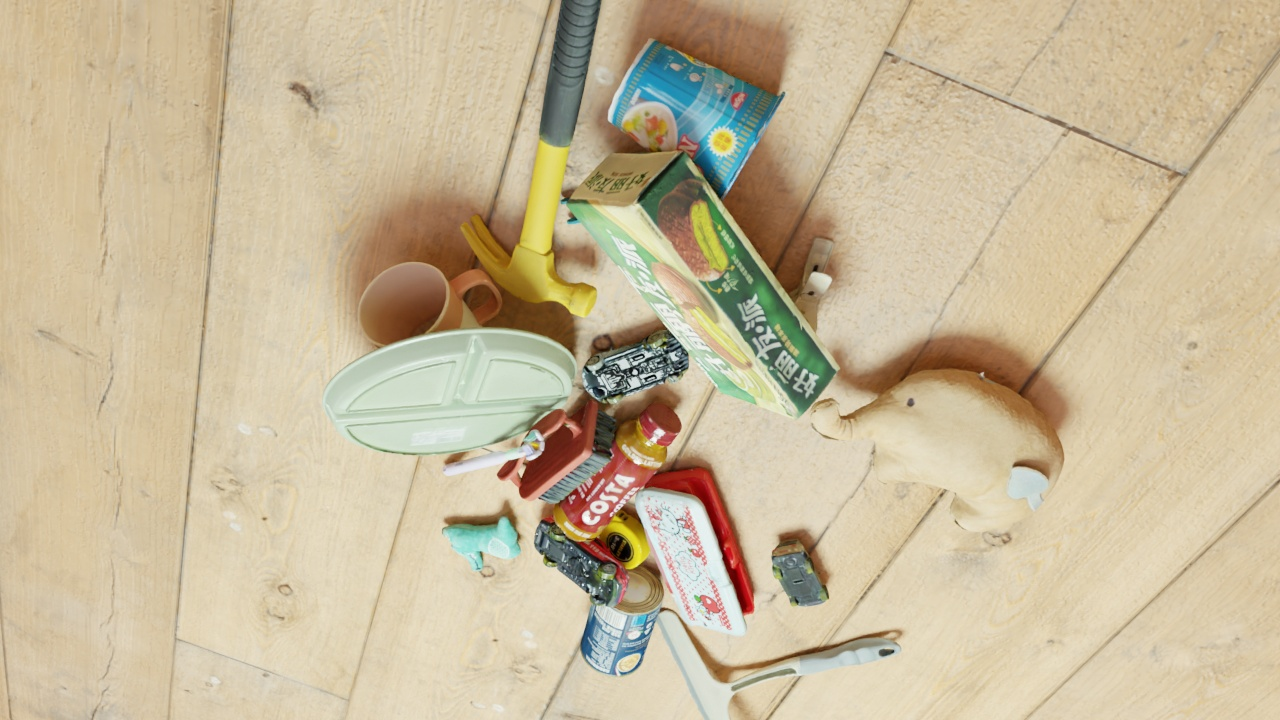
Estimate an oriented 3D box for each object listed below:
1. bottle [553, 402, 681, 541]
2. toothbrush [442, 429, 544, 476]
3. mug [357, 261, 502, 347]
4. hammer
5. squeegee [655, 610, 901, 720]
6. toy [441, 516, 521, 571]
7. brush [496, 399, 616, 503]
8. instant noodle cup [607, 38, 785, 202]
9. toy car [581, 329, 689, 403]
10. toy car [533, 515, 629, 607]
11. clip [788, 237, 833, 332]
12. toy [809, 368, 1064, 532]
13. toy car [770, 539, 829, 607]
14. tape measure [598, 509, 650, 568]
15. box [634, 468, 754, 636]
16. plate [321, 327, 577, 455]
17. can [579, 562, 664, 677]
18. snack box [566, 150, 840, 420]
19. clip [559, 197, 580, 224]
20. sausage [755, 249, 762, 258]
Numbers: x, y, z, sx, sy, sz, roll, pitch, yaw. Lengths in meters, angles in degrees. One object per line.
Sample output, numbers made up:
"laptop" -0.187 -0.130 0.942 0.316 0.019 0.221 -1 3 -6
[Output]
"bottle" -0.023 0.112 0.918 0.057 0.057 0.175 32 123 -10
"toothbrush" -0.152 0.098 0.916 0.021 0.029 0.190 22 154 -32
"mug" -0.177 -0.035 0.823 0.114 0.081 0.106 -33 153 -3
"hammer" -0.070 -0.181 0.746 0.129 0.032 0.301 22 122 9
"squeegee" 0.177 0.354 1.049 0.247 0.039 0.246 -23 98 17
"toy" -0.176 0.204 1.027 0.092 0.030 0.097 1 130 16
"brush" -0.088 0.095 0.909 0.069 0.063 0.146 25 138 -22
"instant noodle cup" 0.038 -0.186 0.700 0.110 0.099 0.099 30 123 0
"toy car" -0.005 0.005 0.862 0.106 0.031 0.049 -20 115 19
"toy car" -0.060 0.209 0.972 0.120 0.045 0.053 36 128 26
"clip" 0.143 -0.055 0.795 0.034 0.063 0.098 15 131 2
"toy" 0.266 0.066 0.821 0.226 0.082 0.144 28 111 -5
"toy car" 0.169 0.228 0.970 0.042 0.035 0.090 -15 124 21
"tape measure" -0.016 0.192 0.982 0.057 0.028 0.060 38 127 19
"box" 0.056 0.211 0.962 0.091 0.067 0.201 -11 120 17
"plate" -0.168 0.036 0.835 0.230 0.027 0.230 -11 155 -5
"can" -0.021 0.287 1.021 0.075 0.075 0.111 15 124 1
"snack box" 0.053 -0.059 0.741 0.063 0.114 0.240 -48 120 -13
"clip" -0.041 -0.132 0.792 0.056 0.014 0.041 -5 121 16
"sausage" 0.045 -0.121 0.779 0.156 0.020 0.020 35 122 -12
